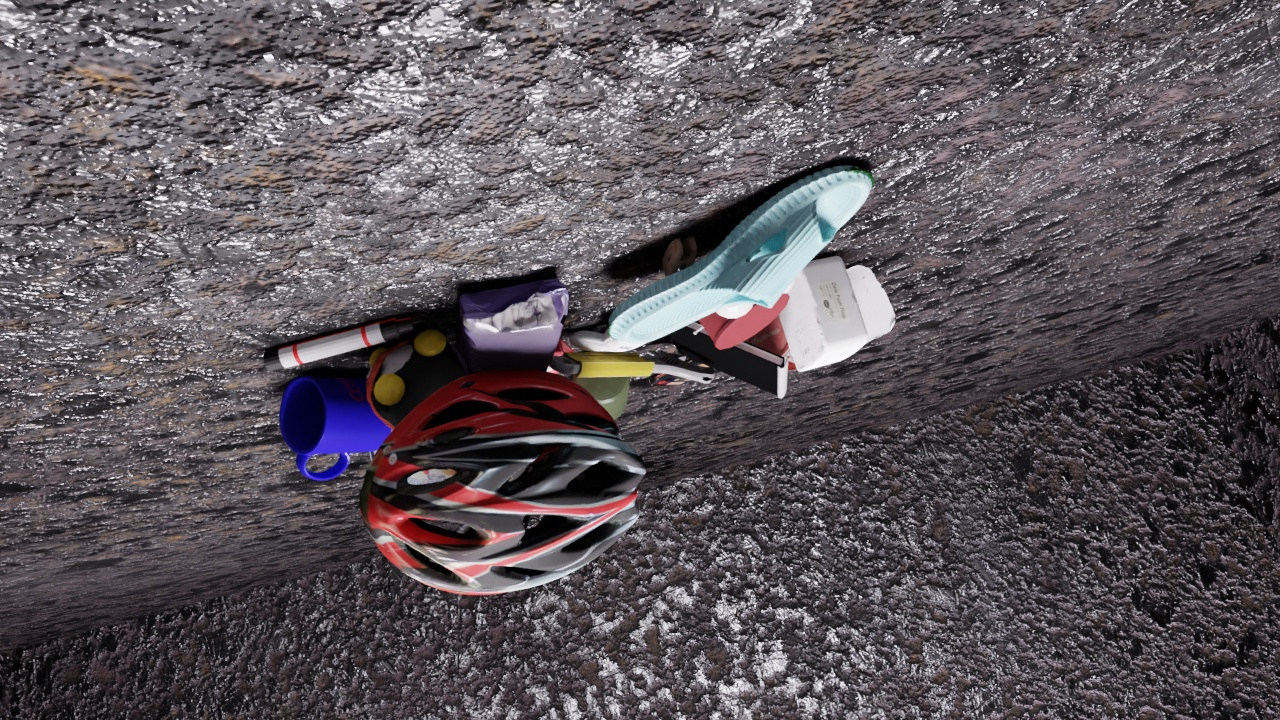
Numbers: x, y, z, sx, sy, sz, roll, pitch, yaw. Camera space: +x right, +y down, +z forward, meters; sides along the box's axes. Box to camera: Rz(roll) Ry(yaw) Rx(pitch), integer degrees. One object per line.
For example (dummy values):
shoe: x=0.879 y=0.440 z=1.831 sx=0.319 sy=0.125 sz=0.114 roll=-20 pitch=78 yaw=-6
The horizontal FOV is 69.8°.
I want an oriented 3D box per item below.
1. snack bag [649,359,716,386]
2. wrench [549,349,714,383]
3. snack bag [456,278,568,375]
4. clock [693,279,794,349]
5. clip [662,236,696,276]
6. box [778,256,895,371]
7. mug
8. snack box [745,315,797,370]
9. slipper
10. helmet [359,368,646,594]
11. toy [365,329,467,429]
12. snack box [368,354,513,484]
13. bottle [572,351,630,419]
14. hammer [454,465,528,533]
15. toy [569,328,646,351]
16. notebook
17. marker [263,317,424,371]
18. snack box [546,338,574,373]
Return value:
snack bag: x=0.091 y=0.009 z=1.332 sx=0.156 sy=0.018 sz=0.074 roll=-26 pitch=163 yaw=39
wrench: x=-0.006 y=0.006 z=1.080 sx=0.084 sy=0.018 sz=0.272 roll=30 pitch=-162 yaw=33
snack bag: x=-0.126 y=-0.020 z=0.890 sx=0.096 sy=0.058 sz=0.206 roll=-11 pitch=167 yaw=-14
clock: x=0.106 y=-0.063 z=0.942 sx=0.096 sy=0.048 sz=0.138 roll=-27 pitch=162 yaw=-21
clip: x=0.034 y=-0.093 z=0.837 sx=0.047 sy=0.025 sz=0.062 roll=-2 pitch=160 yaw=-42
box: x=0.230 y=-0.057 z=1.016 sx=0.130 sy=0.110 sz=0.103 roll=-11 pitch=167 yaw=-11
mug: x=-0.320 y=0.072 z=0.958 sx=0.079 sy=0.111 sz=0.083 roll=23 pitch=-169 yaw=34
snack box: x=0.174 y=-0.027 z=1.162 sx=0.072 sy=0.072 sz=0.121 roll=-20 pitch=167 yaw=22
slipper: x=0.092 y=-0.074 z=0.816 sx=0.277 sy=0.069 sz=0.115 roll=-31 pitch=166 yaw=21
helmet: x=-0.125 y=0.122 z=0.877 sx=0.271 sy=0.218 sz=0.167 roll=-8 pitch=-156 yaw=-34
toy: x=-0.227 y=0.026 z=0.909 sx=0.119 sy=0.100 sz=0.097 roll=5 pitch=-129 yaw=48
snack box: x=-0.226 y=0.079 z=1.006 sx=0.145 sy=0.144 sz=0.042 roll=-17 pitch=171 yaw=9
bottle: x=-0.052 y=0.043 z=1.206 sx=0.071 sy=0.071 sz=0.207 roll=-13 pitch=167 yaw=-6
hammer: x=-0.206 y=0.195 z=1.282 sx=0.325 sy=0.015 sz=0.095 roll=-45 pitch=153 yaw=11
toy: x=-0.014 y=-0.030 z=1.010 sx=0.126 sy=0.037 sz=0.075 roll=-16 pitch=177 yaw=37
notebook: x=0.105 y=-0.005 z=1.102 sx=0.149 sy=0.016 sz=0.207 roll=23 pitch=173 yaw=12
marker: x=-0.268 y=-0.017 z=0.832 sx=0.145 sy=0.019 sz=0.019 roll=-15 pitch=167 yaw=0
snack box: x=-0.146 y=0.009 z=1.070 sx=0.133 sy=0.021 sz=0.089 roll=-16 pitch=167 yaw=5
